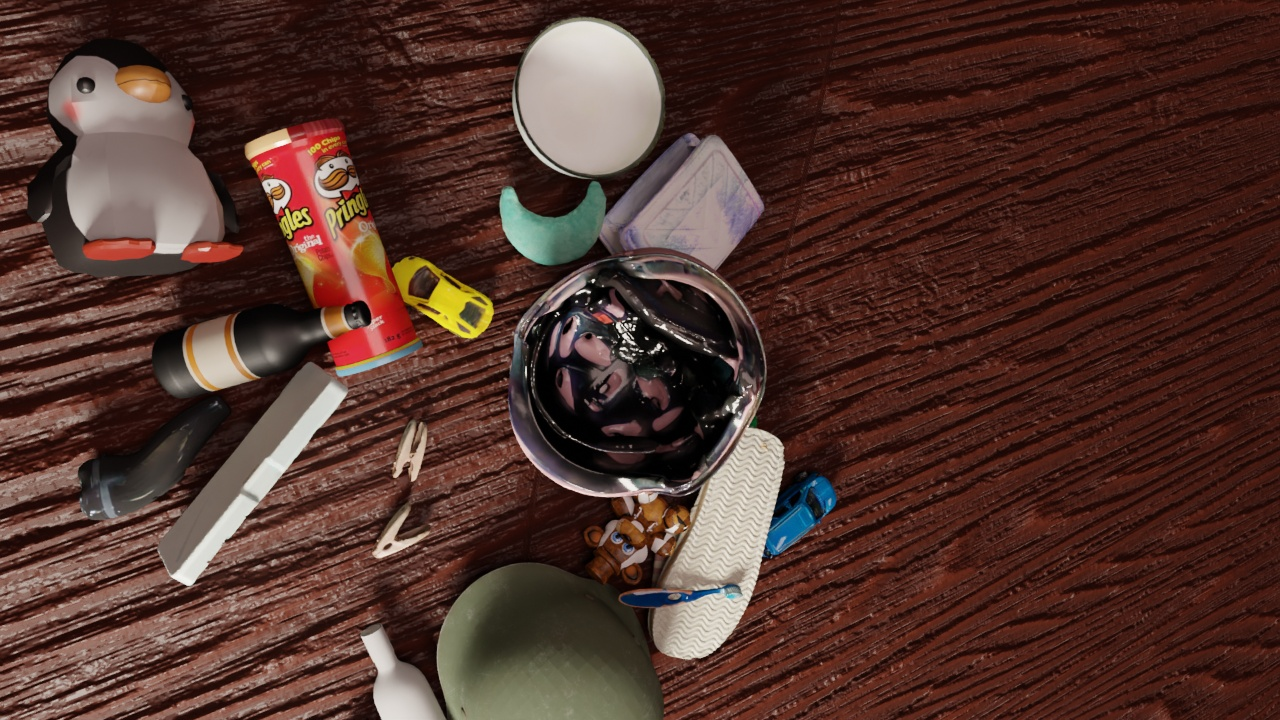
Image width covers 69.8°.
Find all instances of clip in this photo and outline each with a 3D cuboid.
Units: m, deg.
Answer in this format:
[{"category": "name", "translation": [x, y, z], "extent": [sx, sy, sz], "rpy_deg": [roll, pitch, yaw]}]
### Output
[{"category": "clip", "translation": [-0.233, 0.173, 0.890], "extent": [0.061, 0.026, 0.049], "rpy_deg": [12, 90, -22]}, {"category": "clip", "translation": [-0.219, 0.089, 0.890], "extent": [0.061, 0.026, 0.049], "rpy_deg": [-43, 109, -13]}]

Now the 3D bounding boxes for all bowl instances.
[{"category": "bowl", "translation": [-0.058, -0.253, 0.908], "extent": [0.153, 0.073, 0.153], "rpy_deg": [-2, 95, -23]}]

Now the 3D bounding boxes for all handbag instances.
[{"category": "handbag", "translation": [0.045, -0.145, 0.965], "extent": [0.158, 0.069, 0.126], "rpy_deg": [-50, 124, -12]}]

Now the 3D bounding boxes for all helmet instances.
[{"category": "helmet", "translation": [-0.005, 0.005, 0.889], "extent": [0.230, 0.152, 0.256], "rpy_deg": [37, 108, -6]}, {"category": "helmet", "translation": [-0.075, 0.326, 0.894], "extent": [0.226, 0.154, 0.268], "rpy_deg": [-41, 106, -15]}]

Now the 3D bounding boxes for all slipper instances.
[{"category": "slipper", "translation": [0.078, 0.194, 1.000], "extent": [0.115, 0.052, 0.263], "rpy_deg": [19, 93, -17]}]

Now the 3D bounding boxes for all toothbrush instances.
[{"category": "toothbrush", "translation": [0.043, 0.247, 0.962], "extent": [0.135, 0.017, 0.021], "rpy_deg": [0, 103, -15]}]

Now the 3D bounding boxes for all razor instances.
[{"category": "razor", "translation": [-0.420, 0.079, 0.792], "extent": [0.063, 0.053, 0.140], "rpy_deg": [47, 73, -10]}]

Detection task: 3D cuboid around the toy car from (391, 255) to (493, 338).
[{"category": "toy car", "translation": [-0.194, -0.062, 0.888], "extent": [0.107, 0.030, 0.049], "rpy_deg": [30, 83, -20]}]

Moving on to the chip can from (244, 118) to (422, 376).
[{"category": "chip can", "translation": [-0.271, -0.100, 0.822], "extent": [0.087, 0.087, 0.213], "rpy_deg": [-22, 103, -20]}]

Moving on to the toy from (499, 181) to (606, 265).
[{"category": "toy", "translation": [-0.085, -0.136, 0.914], "extent": [0.105, 0.033, 0.085], "rpy_deg": [-6, 120, -6]}]

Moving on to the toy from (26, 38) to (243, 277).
[{"category": "toy", "translation": [-0.423, -0.163, 0.749], "extent": [0.158, 0.140, 0.184], "rpy_deg": [-6, 86, -55]}]

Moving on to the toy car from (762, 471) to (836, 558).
[{"category": "toy car", "translation": [0.176, 0.178, 1.050], "extent": [0.120, 0.044, 0.056], "rpy_deg": [-37, 106, -17]}]

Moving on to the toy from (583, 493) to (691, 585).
[{"category": "toy", "translation": [-0.009, 0.184, 0.961], "extent": [0.087, 0.067, 0.112], "rpy_deg": [42, 68, 12]}]

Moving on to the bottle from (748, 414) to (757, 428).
[{"category": "bottle", "translation": [0.074, 0.053, 0.999], "extent": [0.111, 0.043, 0.043], "rpy_deg": [29, 82, -21]}]

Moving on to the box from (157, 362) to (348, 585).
[{"category": "box", "translation": [-0.332, 0.086, 0.780], "extent": [0.044, 0.136, 0.197], "rpy_deg": [43, 77, -25]}]

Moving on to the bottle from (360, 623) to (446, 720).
[{"category": "bottle", "translation": [-0.221, 0.344, 0.889], "extent": [0.052, 0.052, 0.195], "rpy_deg": [-25, 103, -19]}]

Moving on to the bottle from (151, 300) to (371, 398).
[{"category": "bottle", "translation": [-0.317, -0.017, 0.782], "extent": [0.182, 0.059, 0.059], "rpy_deg": [-15, 100, 7]}]
